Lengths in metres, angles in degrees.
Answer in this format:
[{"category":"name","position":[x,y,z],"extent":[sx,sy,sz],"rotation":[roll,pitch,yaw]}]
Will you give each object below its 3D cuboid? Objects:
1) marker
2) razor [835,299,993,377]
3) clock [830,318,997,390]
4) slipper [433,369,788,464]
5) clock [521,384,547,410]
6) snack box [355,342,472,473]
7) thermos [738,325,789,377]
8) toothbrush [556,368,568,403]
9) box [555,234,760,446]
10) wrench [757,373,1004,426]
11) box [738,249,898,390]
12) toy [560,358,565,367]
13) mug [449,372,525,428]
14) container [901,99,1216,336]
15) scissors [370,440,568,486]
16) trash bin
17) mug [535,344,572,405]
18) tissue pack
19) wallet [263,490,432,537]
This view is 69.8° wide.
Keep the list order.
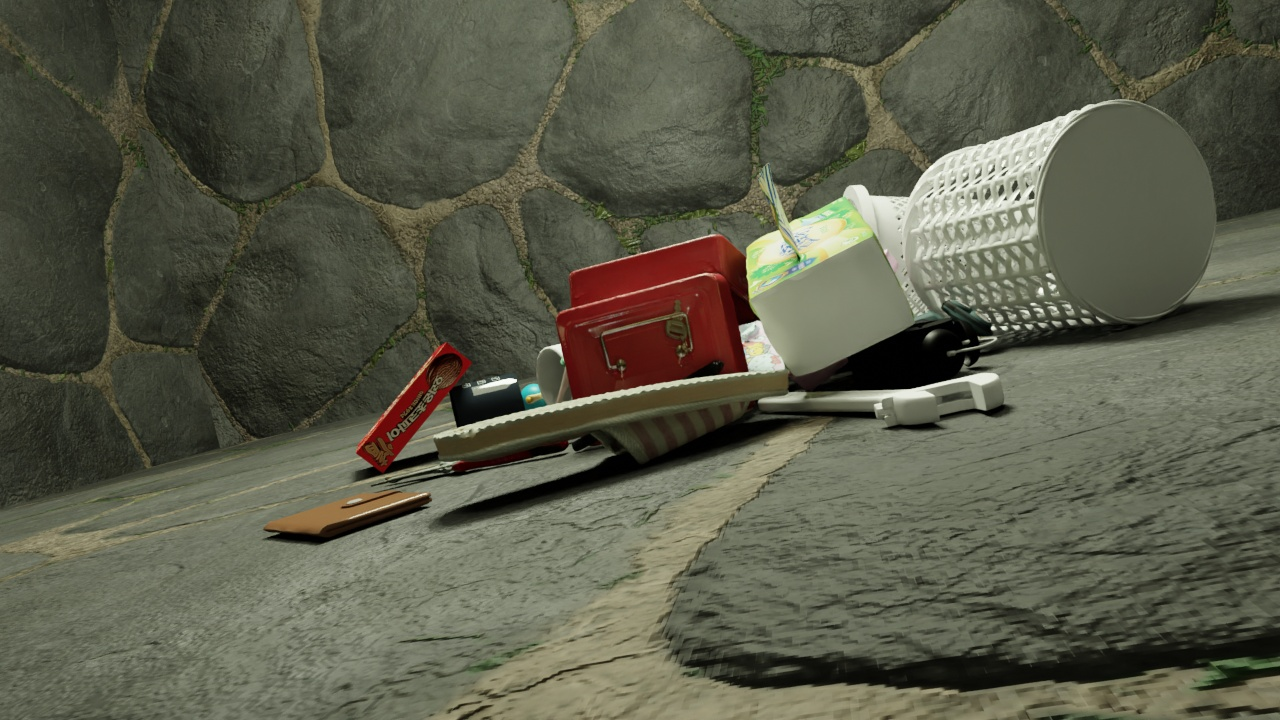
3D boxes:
[{"category":"marker","position":[0.004,0.038,0.754],"extent":[0.152,0.011,0.011],"rotation":[-30,-4,21]},{"category":"razor","position":[0.245,-0.014,0.833],"extent":[0.143,0.052,0.047],"rotation":[-22,0,21]},{"category":"clock","position":[0.216,-0.005,0.721],"extent":[0.121,0.042,0.091],"rotation":[-11,3,35]},{"category":"slipper","position":[-0.014,0.048,0.656],"extent":[0.262,0.052,0.115],"rotation":[-10,-1,-20]},{"category":"clock","position":[-0.137,0.053,1.355],"extent":[0.099,0.043,0.130],"rotation":[-14,-4,-26]},{"category":"snack box","position":[-0.262,0.052,1.055],"extent":[0.152,0.036,0.133],"rotation":[-53,12,-11]},{"category":"thermos","position":[0.136,-0.022,1.093],"extent":[0.082,0.082,0.240],"rotation":[-13,2,-1]},{"category":"toothbrush","position":[-0.069,-0.003,0.913],"extent":[0.016,0.181,0.018],"rotation":[21,16,13]},{"category":"box","position":[0.029,-0.025,0.833],"extent":[0.157,0.156,0.170],"rotation":[-11,4,23]},{"category":"wrench","position":[0.148,0.028,0.641],"extent":[0.066,0.018,0.274],"rotation":[-13,1,-17]},{"category":"box","position":[0.169,-0.035,0.892],"extent":[0.154,0.066,0.200],"rotation":[-19,19,36]},{"category":"toy","position":[0.002,0.007,1.129],"extent":[0.194,0.072,0.130],"rotation":[6,23,29]},{"category":"mug","position":[-0.182,0.065,1.096],"extent":[0.077,0.071,0.105],"rotation":[-14,-24,-15]},{"category":"container","position":[0.370,-0.119,0.832],"extent":[0.189,0.189,0.187],"rotation":[-14,4,-17]},{"category":"scissors","position":[-0.139,0.088,0.835],"extent":[0.178,0.015,0.185],"rotation":[-17,4,-37]},{"category":"trash bin","position":[0.348,-0.112,1.071],"extent":[0.199,0.195,0.195],"rotation":[-3,3,3]},{"category":"mug","position":[-0.083,0.027,1.236],"extent":[0.090,0.091,0.122],"rotation":[-15,-30,-35]},{"category":"tissue pack","position":[0.132,-0.092,0.743],"extent":[0.120,0.141,0.197],"rotation":[-28,14,8]},{"category":"wallet","position":[-0.220,0.113,0.685],"extent":[0.087,0.013,0.121],"rotation":[-15,3,-40]}]
